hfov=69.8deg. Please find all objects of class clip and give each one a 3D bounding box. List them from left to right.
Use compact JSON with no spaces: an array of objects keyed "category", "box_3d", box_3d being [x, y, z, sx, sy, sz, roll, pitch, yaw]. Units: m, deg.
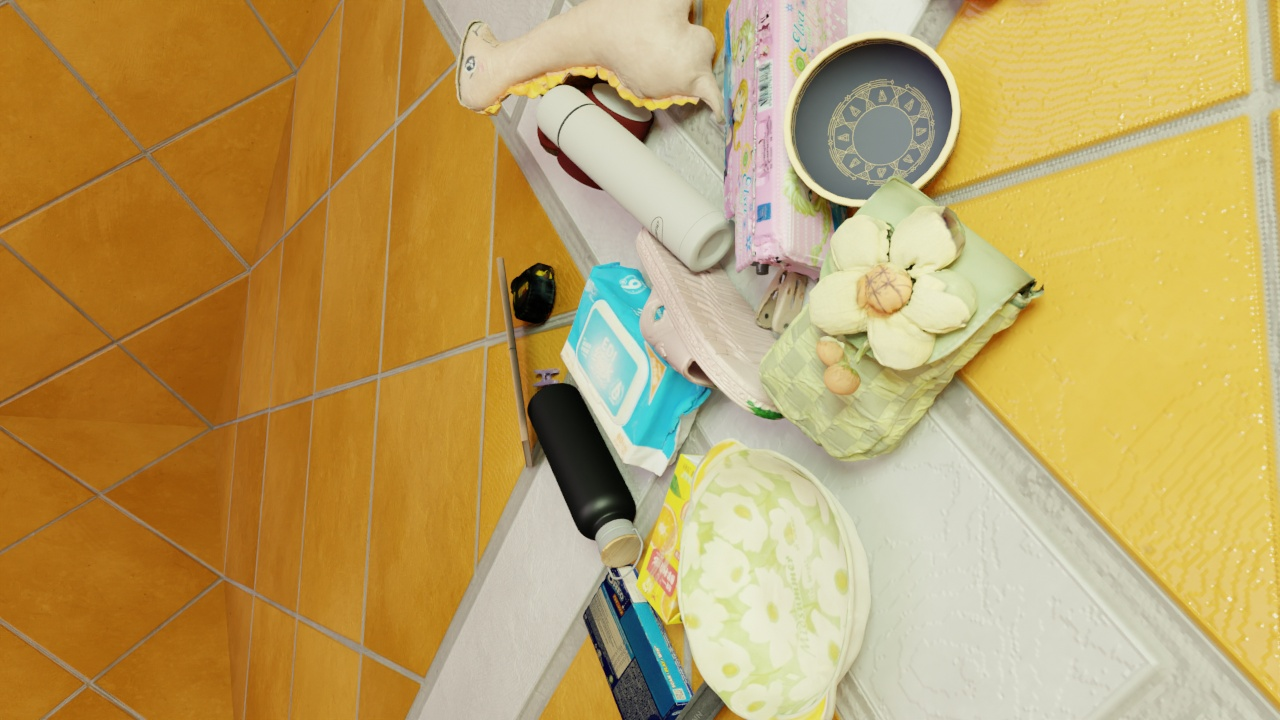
[{"category":"clip","box_3d":[-0.110,0.023,1.064,0.053,0.013,0.036,-28,63,49]},{"category":"clip","box_3d":[0.116,-0.047,0.713,0.043,0.024,0.061,44,117,52]}]

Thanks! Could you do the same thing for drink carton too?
[{"category":"drink carton","box_3d":[0.042,0.152,0.775,0.058,0.042,0.135,41,119,52]}]

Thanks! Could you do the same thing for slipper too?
[{"category":"slipper","box_3d":[0.046,-0.029,0.755,0.065,0.094,0.239,-57,37,27]}]

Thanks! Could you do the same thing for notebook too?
[{"category":"notebook","box_3d":[-0.143,0.007,1.046,0.141,0.008,0.209,105,156,-71]}]

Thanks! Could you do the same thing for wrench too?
[{"category":"wrench","box_3d":[0.021,0.336,0.776,0.073,0.018,0.274,40,121,20]}]

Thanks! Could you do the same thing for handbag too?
[{"category":"handbag","box_3d":[0.144,-0.014,0.565,0.113,0.116,0.187,44,124,20]}]

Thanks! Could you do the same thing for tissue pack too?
[{"category":"tissue pack","box_3d":[-0.005,0.005,0.858,0.209,0.066,0.117,55,130,44]}]

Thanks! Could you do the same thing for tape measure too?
[{"category":"tape measure","box_3d":[-0.124,-0.076,1.084,0.067,0.038,0.062,-31,52,50]}]

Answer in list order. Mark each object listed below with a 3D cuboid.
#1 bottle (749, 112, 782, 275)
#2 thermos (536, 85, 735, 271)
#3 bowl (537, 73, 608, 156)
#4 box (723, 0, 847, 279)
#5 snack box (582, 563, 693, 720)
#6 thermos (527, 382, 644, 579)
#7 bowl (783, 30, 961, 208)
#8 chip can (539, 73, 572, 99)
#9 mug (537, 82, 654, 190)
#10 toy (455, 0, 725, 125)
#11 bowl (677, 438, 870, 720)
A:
[{"category":"bottle","box_3d":[0.098,-0.133,0.741,0.040,0.040,0.130,-12,74,56]},{"category":"thermos","box_3d":[-0.011,-0.164,0.794,0.224,0.052,0.052,46,125,26]},{"category":"bowl","box_3d":[-0.072,-0.264,0.964,0.102,0.114,0.026,-46,71,9]},{"category":"box","box_3d":[0.097,-0.176,0.697,0.097,0.085,0.230,-6,79,47]},{"category":"snack box","box_3d":[-0.005,0.270,0.841,0.082,0.027,0.150,-59,41,31]},{"category":"thermos","box_3d":[-0.051,0.118,0.908,0.061,0.061,0.231,-63,38,29]},{"category":"bowl","box_3d":[0.159,-0.156,0.619,0.113,0.061,0.112,1,92,25]},{"category":"chip can","box_3d":[-0.034,-0.343,0.957,0.224,0.075,0.075,-27,62,53]},{"category":"mug","box_3d":[-0.050,-0.232,0.931,0.083,0.105,0.073,-58,31,34]},{"category":"toy","box_3d":[-0.056,-0.270,0.866,0.265,0.065,0.196,-18,83,21]},{"category":"bowl","box_3d":[0.103,0.160,0.662,0.189,0.060,0.219,-51,44,41]}]
